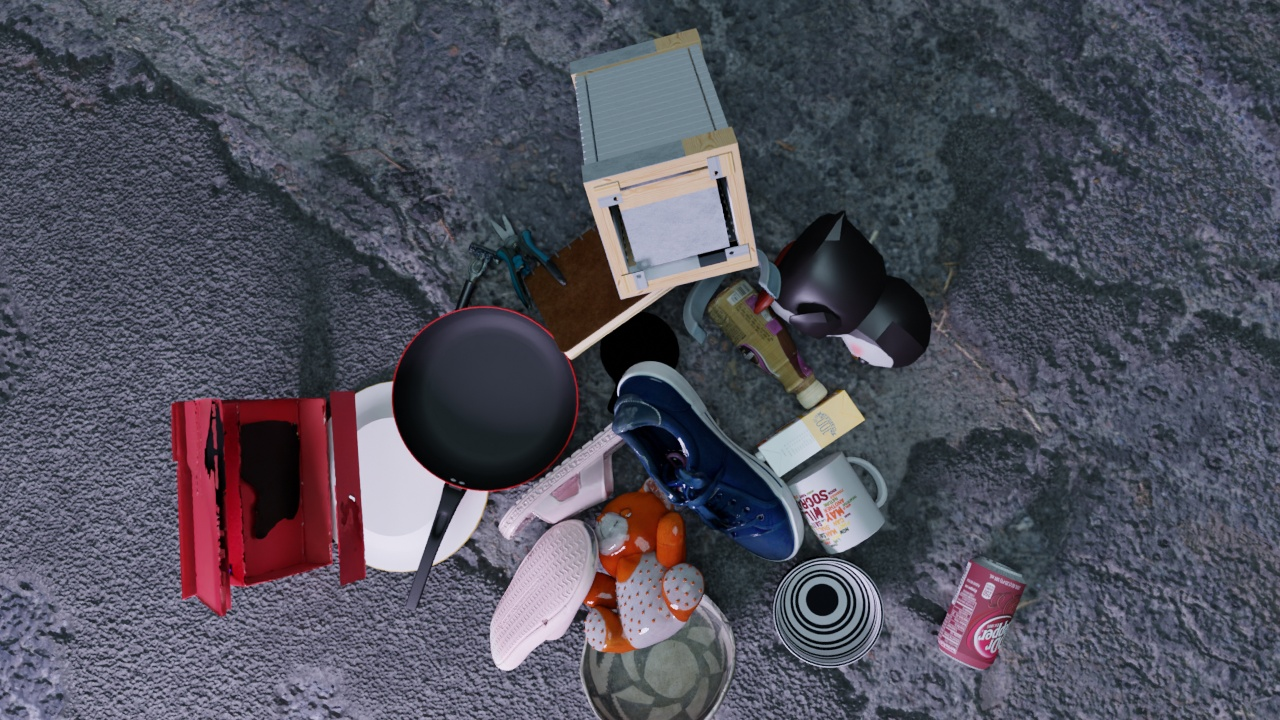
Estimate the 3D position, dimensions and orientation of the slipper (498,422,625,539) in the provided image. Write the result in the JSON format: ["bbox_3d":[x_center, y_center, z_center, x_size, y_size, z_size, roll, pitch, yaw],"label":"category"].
[{"bbox_3d":[-0.054,0.133,1.052,0.239,0.094,0.064,-41,82,-2],"label":"slipper"}]

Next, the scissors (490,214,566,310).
[{"bbox_3d":[-0.137,-0.116,1.067,0.123,0.019,0.148,-2,65,21],"label":"scissors"}]

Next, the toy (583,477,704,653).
[{"bbox_3d":[-0.003,0.220,1.009,0.164,0.092,0.172,-41,45,30],"label":"toy"}]

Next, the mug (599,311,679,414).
[{"bbox_3d":[-0.006,0.006,1.047,0.085,0.094,0.121,26,91,5],"label":"mug"}]

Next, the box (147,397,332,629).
[{"bbox_3d":[-0.442,0.145,0.976,0.121,0.318,0.211,-3,88,5],"label":"box"}]

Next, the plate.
[{"bbox_3d":[-0.292,0.138,1.098,0.230,0.021,0.229,-1,87,10],"label":"plate"}]

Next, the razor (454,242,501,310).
[{"bbox_3d":[-0.212,-0.070,1.104,0.043,0.022,0.144,22,91,6],"label":"razor"}]

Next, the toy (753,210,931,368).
[{"bbox_3d":[0.244,-0.070,1.005,0.184,0.158,0.140,35,135,-6],"label":"toy"}]

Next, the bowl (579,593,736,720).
[{"bbox_3d":[0.027,0.344,1.034,0.179,0.081,0.178,-10,57,16],"label":"bowl"}]

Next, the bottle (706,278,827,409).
[{"bbox_3d":[0.149,-0.016,1.051,0.059,0.059,0.166,-41,86,3],"label":"bottle"}]

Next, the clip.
[{"bbox_3d":[0.118,-0.103,1.000,0.159,0.030,0.173,-19,43,36],"label":"clip"}]

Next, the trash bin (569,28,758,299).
[{"bbox_3d":[0.020,-0.210,0.958,0.142,0.142,0.246,-14,43,5],"label":"trash bin"}]

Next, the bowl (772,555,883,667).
[{"bbox_3d":[0.209,0.277,1.037,0.120,0.066,0.120,0,89,5],"label":"bowl"}]

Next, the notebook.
[{"bbox_3d":[-0.018,-0.115,1.037,0.225,0.024,0.167,-35,44,4],"label":"notebook"}]

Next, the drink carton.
[{"bbox_3d":[0.189,0.084,1.046,0.122,0.058,0.040,-35,86,4],"label":"drink carton"}]

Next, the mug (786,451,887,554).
[{"bbox_3d":[0.231,0.153,1.040,0.105,0.074,0.089,-31,86,-22],"label":"mug"}]

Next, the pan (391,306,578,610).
[{"bbox_3d":[-0.199,0.112,1.047,0.209,0.067,0.356,20,95,-2],"label":"pan"}]

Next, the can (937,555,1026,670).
[{"bbox_3d":[0.380,0.281,1.024,0.063,0.063,0.114,22,91,5],"label":"can"}]

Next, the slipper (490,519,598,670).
[{"bbox_3d":[-0.108,0.271,1.033,0.055,0.106,0.222,18,125,-32],"label":"slipper"}]

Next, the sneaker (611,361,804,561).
[{"bbox_3d":[0.072,0.140,0.979,0.121,0.127,0.294,-25,118,37],"label":"sneaker"}]
